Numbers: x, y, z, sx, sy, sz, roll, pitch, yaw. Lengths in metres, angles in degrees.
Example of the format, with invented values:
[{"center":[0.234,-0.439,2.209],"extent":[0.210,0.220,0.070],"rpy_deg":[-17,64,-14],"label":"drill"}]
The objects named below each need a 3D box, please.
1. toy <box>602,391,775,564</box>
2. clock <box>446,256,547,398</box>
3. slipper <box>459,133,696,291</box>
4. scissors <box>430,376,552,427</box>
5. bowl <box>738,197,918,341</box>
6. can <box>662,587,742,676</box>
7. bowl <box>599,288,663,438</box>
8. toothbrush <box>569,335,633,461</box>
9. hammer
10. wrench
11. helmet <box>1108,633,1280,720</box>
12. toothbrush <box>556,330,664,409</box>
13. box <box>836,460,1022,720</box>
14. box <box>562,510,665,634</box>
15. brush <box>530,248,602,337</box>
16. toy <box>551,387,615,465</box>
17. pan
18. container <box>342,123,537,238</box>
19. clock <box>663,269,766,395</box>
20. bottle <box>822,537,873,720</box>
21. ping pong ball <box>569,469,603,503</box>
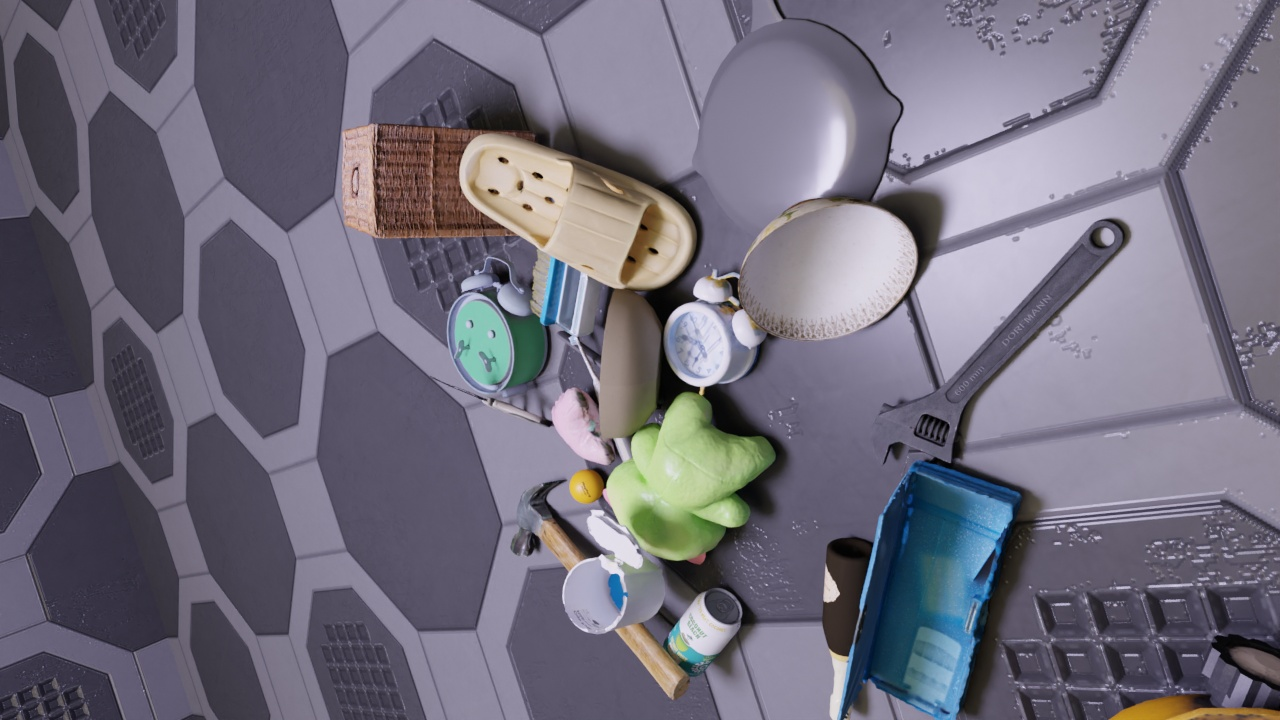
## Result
[{"center":[0.037,0.133,0.933],"extent":[0.150,0.107,0.197],"rpy_deg":[36,121,14],"label":"toy"},{"center":[-0.173,-0.043,1.091],"extent":[0.122,0.075,0.162],"rpy_deg":[23,117,36],"label":"clock"},{"center":[-0.075,-0.144,0.911],"extent":[0.261,0.079,0.111],"rpy_deg":[26,116,10],"label":"slipper"},{"center":[-0.170,0.050,1.081],"extent":[0.150,0.165,0.012],"rpy_deg":[19,81,5],"label":"scissors"},{"center":[0.150,-0.088,0.764],"extent":[0.063,0.145,0.146],"rpy_deg":[-97,30,-46],"label":"bowl"},{"center":[0.067,0.292,0.985],"extent":[0.055,0.054,0.102],"rpy_deg":[46,129,23],"label":"can"},{"center":[-0.005,0.005,0.920],"extent":[0.050,0.152,0.152],"rpy_deg":[5,110,5],"label":"bowl"},{"center":[-0.036,0.053,1.022],"extent":[0.024,0.022,0.185],"rpy_deg":[-24,92,15],"label":"toothbrush"},{"center":[-0.052,0.260,1.064],"extent":[0.330,0.033,0.132],"rpy_deg":[40,123,41],"label":"hammer"},{"center":[0.275,-0.002,0.725],"extent":[0.073,0.018,0.274],"rpy_deg":[42,127,14],"label":"wrench"},{"center":[0.387,0.314,0.639],"extent":[0.205,0.131,0.256],"rpy_deg":[12,108,7],"label":"helmet"},{"center":[-0.036,0.007,1.022],"extent":[0.167,0.012,0.013],"rpy_deg":[34,132,31],"label":"toothbrush"},{"center":[0.232,0.213,0.759],"extent":[0.094,0.112,0.232],"rpy_deg":[19,118,28],"label":"box"},{"center":[-0.022,0.210,0.927],"extent":[0.084,0.146,0.136],"rpy_deg":[37,101,25],"label":"box"},{"center":[-0.073,-0.100,0.993],"extent":[0.075,0.055,0.136],"rpy_deg":[33,123,37],"label":"brush"},{"center":[-0.072,0.072,1.048],"extent":[0.096,0.052,0.099],"rpy_deg":[8,128,61],"label":"toy"},{"center":[0.111,-0.256,0.796],"extent":[0.217,0.024,0.354],"rpy_deg":[-5,99,44],"label":"pan"},{"center":[-0.222,-0.198,1.004],"extent":[0.113,0.198,0.114],"rpy_deg":[20,112,51],"label":"container"},{"center":[0.074,-0.029,0.884],"extent":[0.089,0.051,0.126],"rpy_deg":[47,127,23],"label":"clock"},{"center":[0.193,0.259,0.863],"extent":[0.045,0.045,0.185],"rpy_deg":[14,112,40],"label":"bottle"},{"center":[-0.063,0.147,1.071],"extent":[0.040,0.040,0.040],"rpy_deg":[15,112,39],"label":"ping pong ball"}]
